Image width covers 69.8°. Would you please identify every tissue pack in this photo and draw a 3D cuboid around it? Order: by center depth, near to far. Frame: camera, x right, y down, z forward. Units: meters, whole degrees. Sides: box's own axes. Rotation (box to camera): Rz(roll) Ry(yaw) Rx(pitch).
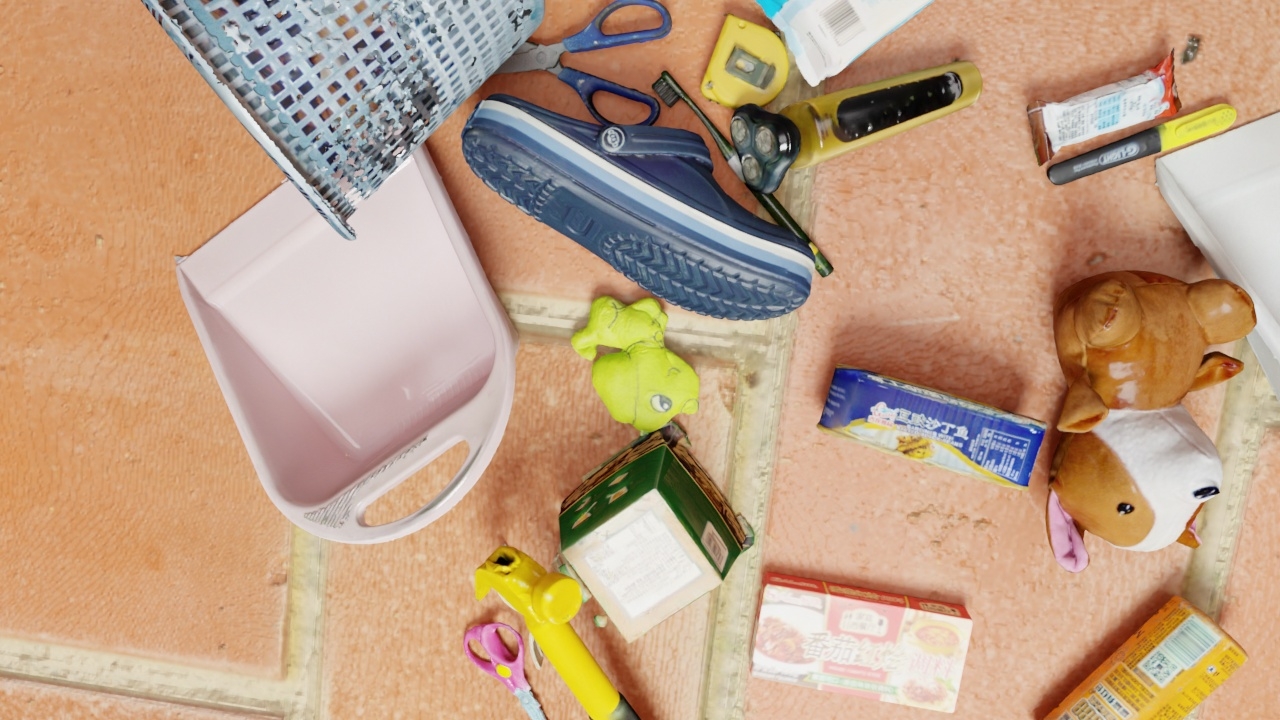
[{"bbox_3d":[0.147,-0.257,0.600,0.140,0.063,0.090,-34,95,10],"label":"tissue pack"}]

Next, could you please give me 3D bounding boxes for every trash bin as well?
[{"bbox_3d":[-0.176,-0.221,0.568,0.195,0.227,0.226,-38,93,-7],"label":"trash bin"}]

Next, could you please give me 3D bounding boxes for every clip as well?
[{"bbox_3d":[-0.068,0.179,0.696,0.094,0.035,0.102,-31,99,10],"label":"clip"}]

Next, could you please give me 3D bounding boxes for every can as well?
[{"bbox_3d":[0.200,0.045,0.632,0.148,0.074,0.049,16,95,4],"label":"can"},{"bbox_3d":[0.354,0.237,0.652,0.058,0.058,0.146,41,99,-1],"label":"can"}]

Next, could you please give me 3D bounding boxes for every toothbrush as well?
[{"bbox_3d":[0.073,-0.130,0.651,0.017,0.012,0.186,-40,93,15],"label":"toothbrush"}]

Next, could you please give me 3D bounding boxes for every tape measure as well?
[{"bbox_3d":[0.073,-0.202,0.632,0.057,0.029,0.060,22,99,1],"label":"tape measure"}]

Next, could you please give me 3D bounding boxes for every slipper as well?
[{"bbox_3d":[0.003,-0.112,0.622,0.253,0.105,0.095,27,77,-2],"label":"slipper"}]

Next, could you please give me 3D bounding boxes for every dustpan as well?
[{"bbox_3d":[0.494,-0.048,0.560,0.223,0.142,0.258,-21,97,7],"label":"dustpan"},{"bbox_3d":[-0.199,-0.022,0.627,0.223,0.138,0.273,-37,94,9],"label":"dustpan"}]

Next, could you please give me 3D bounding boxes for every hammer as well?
[{"bbox_3d":[-0.025,0.246,0.653,0.032,0.129,0.301,-42,116,-26],"label":"hammer"}]

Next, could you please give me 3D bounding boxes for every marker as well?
[{"bbox_3d":[0.338,-0.146,0.622,0.124,0.015,0.018,-19,100,9],"label":"marker"}]

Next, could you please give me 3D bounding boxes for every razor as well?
[{"bbox_3d":[0.146,-0.163,0.617,0.167,0.067,0.062,-17,97,1],"label":"razor"}]

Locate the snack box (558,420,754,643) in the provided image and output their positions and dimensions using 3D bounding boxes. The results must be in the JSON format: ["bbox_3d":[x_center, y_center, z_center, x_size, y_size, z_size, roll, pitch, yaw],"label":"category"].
[{"bbox_3d":[0.008,0.127,0.645,0.117,0.105,0.118,-36,94,8],"label":"snack box"}]

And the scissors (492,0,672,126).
[{"bbox_3d":[-0.054,-0.218,0.645,0.166,0.012,0.155,44,99,5],"label":"scissors"}]

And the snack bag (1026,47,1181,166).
[{"bbox_3d":[0.312,-0.169,0.615,0.104,0.026,0.048,-21,119,9],"label":"snack bag"}]

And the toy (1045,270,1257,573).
[{"bbox_3d":[0.331,0.042,0.602,0.140,0.130,0.200,-2,107,-8],"label":"toy"}]

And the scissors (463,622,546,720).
[{"bbox_3d":[-0.092,0.262,0.719,0.054,0.017,0.133,-25,99,23],"label":"scissors"}]

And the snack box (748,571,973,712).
[{"bbox_3d":[0.162,0.209,0.682,0.153,0.025,0.075,9,99,4],"label":"snack box"}]

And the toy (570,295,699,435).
[{"bbox_3d":[-0.004,0.004,0.667,0.097,0.031,0.100,4,95,9],"label":"toy"}]
